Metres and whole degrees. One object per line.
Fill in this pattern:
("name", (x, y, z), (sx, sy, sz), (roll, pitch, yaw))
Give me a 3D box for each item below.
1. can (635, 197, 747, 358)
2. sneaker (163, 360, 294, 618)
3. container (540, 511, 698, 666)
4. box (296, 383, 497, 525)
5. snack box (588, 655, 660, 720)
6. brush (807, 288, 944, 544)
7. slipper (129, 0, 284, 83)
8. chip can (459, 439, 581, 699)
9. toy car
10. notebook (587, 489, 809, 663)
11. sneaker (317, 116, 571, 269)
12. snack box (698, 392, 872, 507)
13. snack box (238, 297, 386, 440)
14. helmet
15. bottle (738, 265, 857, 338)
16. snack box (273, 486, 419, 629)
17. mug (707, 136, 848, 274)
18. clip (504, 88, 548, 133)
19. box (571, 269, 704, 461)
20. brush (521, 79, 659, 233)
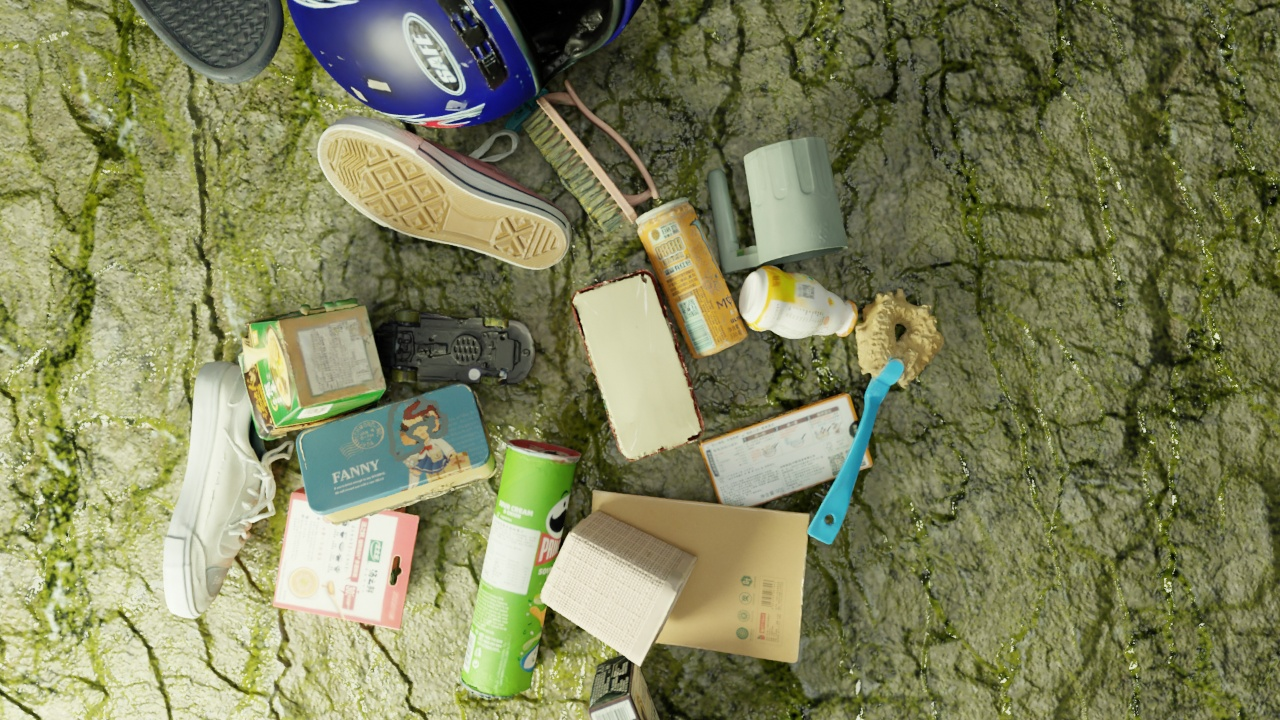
("can", (0.048, -0.077, 0.872), (0.058, 0.058, 0.146), (-23, 91, 1))
("sneaker", (-0.385, 0.124, 0.876), (0.090, 0.089, 0.242), (8, 85, -4))
("container", (-0.021, 0.202, 0.843), (0.111, 0.090, 0.090), (27, 103, 10))
("box", (-0.231, 0.089, 0.858), (0.184, 0.059, 0.089), (-18, 68, -10))
("snack box", (-0.001, 0.352, 0.856), (0.053, 0.113, 0.125), (-20, 90, 2))
("brush", (0.213, 0.049, 0.856), (0.083, 0.046, 0.254), (26, 76, -7))
("slipper", (-0.419, -0.349, 0.872), (0.110, 0.083, 0.268), (-44, 73, -7))
("chip can", (-0.116, 0.196, 0.875), (0.072, 0.072, 0.236), (12, 92, 1))
("toy car", (-0.179, -0.010, 0.886), (0.158, 0.042, 0.070), (5, 92, 2))
("notebook", (0.051, 0.205, 0.877), (0.208, 0.008, 0.148), (4, 99, 12))
("sneaker", (-0.176, -0.164, 0.860), (0.241, 0.087, 0.119), (20, 125, -18))
("snack box", (0.140, 0.090, 0.891), (0.154, 0.026, 0.075), (-19, 90, 1))
("snack box", (-0.291, 0.005, 0.834), (0.118, 0.106, 0.117), (-15, 92, -32))
("helmet", (-0.151, -0.313, 0.751), (0.316, 0.247, 0.240), (17, 66, 39))
("bottle", (0.150, -0.050, 0.866), (0.108, 0.063, 0.063), (12, 91, -18))
("snack box", (-0.280, 0.190, 0.892), (0.127, 0.044, 0.113), (10, 91, 2))
("mug", (0.126, -0.144, 0.865), (0.124, 0.083, 0.103), (-10, 90, 26))
("clip", (-0.110, -0.241, 0.890), (0.056, 0.043, 0.014), (-43, 91, -2))
("box", (-0.005, 0.005, 0.864), (0.091, 0.080, 0.168), (-18, 90, 0))
("brush", (-0.049, -0.193, 0.870), (0.073, 0.063, 0.145), (-37, 89, 6))
